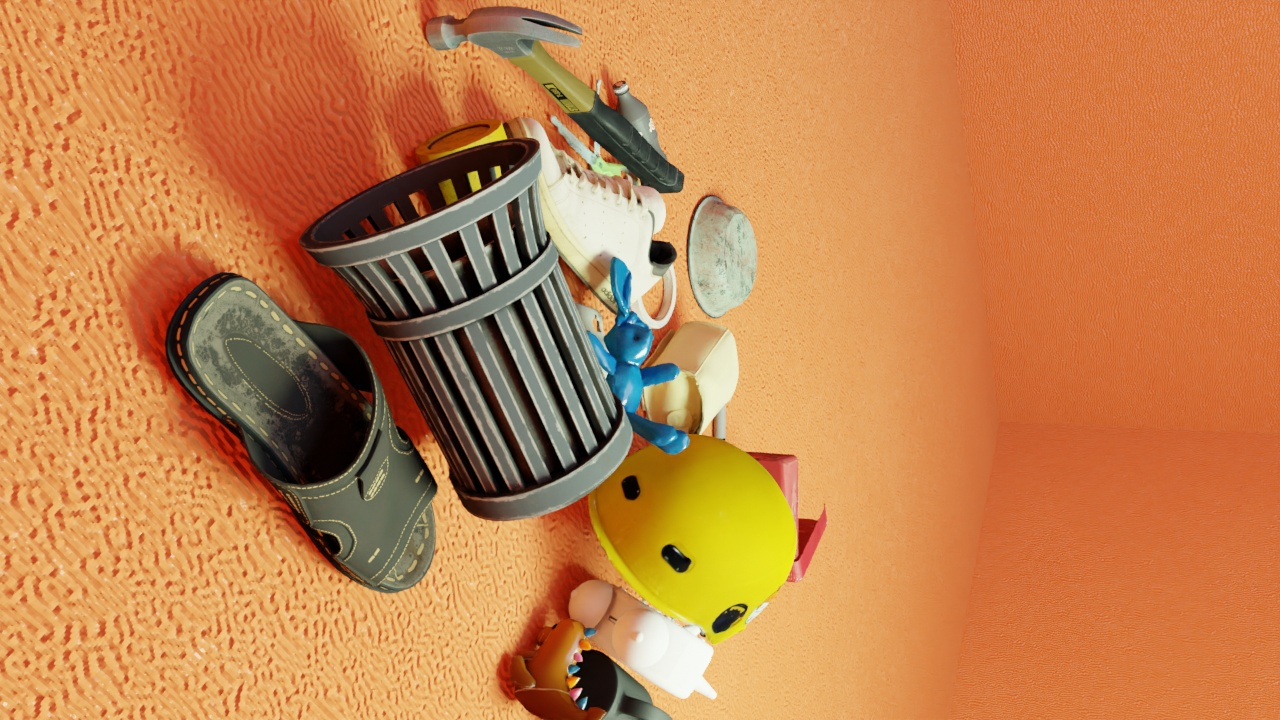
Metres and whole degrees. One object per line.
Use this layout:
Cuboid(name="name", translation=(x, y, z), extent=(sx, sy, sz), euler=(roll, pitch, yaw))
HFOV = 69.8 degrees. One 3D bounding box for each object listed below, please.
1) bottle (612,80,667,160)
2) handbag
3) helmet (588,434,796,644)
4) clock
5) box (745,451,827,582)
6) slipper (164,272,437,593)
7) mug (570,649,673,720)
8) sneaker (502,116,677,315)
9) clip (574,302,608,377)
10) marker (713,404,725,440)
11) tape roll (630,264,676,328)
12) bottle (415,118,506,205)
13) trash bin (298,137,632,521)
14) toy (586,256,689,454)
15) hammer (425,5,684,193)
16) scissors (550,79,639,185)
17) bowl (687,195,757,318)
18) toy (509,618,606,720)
Cuboid(name="bottle", translation=(-0.003, -0.244, 0.969), extent=(0.036, 0.036, 0.110), euler=(-64, 142, -37))
Cuboid(name="handbag", translation=(0.056, 0.030, 1.046), extent=(0.119, 0.081, 0.111), euler=(-50, 140, -50))
Cuboid(name="helmet", translation=(0.068, 0.156, 0.910), extent=(0.209, 0.140, 0.240), euler=(56, 13, 25))
Cuboid(name="clock", translation=(0.009, 0.268, 0.904), extent=(0.072, 0.125, 0.161), euler=(-57, 136, -13))
Cuboid(name="box", translation=(0.117, 0.168, 1.076), extent=(0.153, 0.157, 0.168), euler=(-55, 137, -48))
Cuboid(name="slipper", translation=(-0.196, 0.056, 0.594), extent=(0.112, 0.076, 0.268), euler=(-62, 141, -38))
Cuboid(name="mug", translation=(-0.024, 0.330, 0.871), extent=(0.088, 0.114, 0.078), euler=(56, 46, -45))
Cuboid(name="sneaker", translation=(-0.034, -0.136, 0.830), extent=(0.241, 0.102, 0.088), euler=(53, 10, -52))
Cuboid(name="clip", translation=(-0.069, 0.011, 0.846), extent=(0.124, 0.073, 0.142), euler=(12, 73, -58))
Cuboid(name="marker", translation=(0.103, 0.081, 1.189), extent=(0.016, 0.016, 0.140), euler=(0, 91, -61))
Cuboid(name="tape roll", translation=(0.014, -0.082, 1.028), extent=(0.093, 0.013, 0.093), euler=(-2, 93, -61))
Cuboid(name="bottle", translation=(-0.116, -0.103, 0.739), extent=(0.070, 0.071, 0.164), euler=(-54, 136, -46))
Cuboid(name="trash bin", translation=(-0.106, -0.015, 0.642), extent=(0.163, 0.165, 0.227), euler=(-52, 130, -47))
Cuboid(name="toy", translation=(-0.005, 0.005, 0.839), extent=(0.112, 0.071, 0.176), euler=(37, 37, -66))
Cuboid(name="hammer", translation=(-0.042, -0.221, 0.828), extent=(0.332, 0.118, 0.025), euler=(25, 71, -61))
Cuboid(name="scissors", translation=(-0.043, -0.193, 0.922), extent=(0.171, 0.022, 0.173), euler=(31, 69, -54))
Cuboid(name="bowl", translation=(0.111, -0.133, 1.174), extent=(0.157, 0.039, 0.157), euler=(-3, 93, -61))
Cuboid(name="toy", translation=(-0.062, 0.278, 0.817), extent=(0.090, 0.103, 0.071), euler=(-60, 139, -30))
